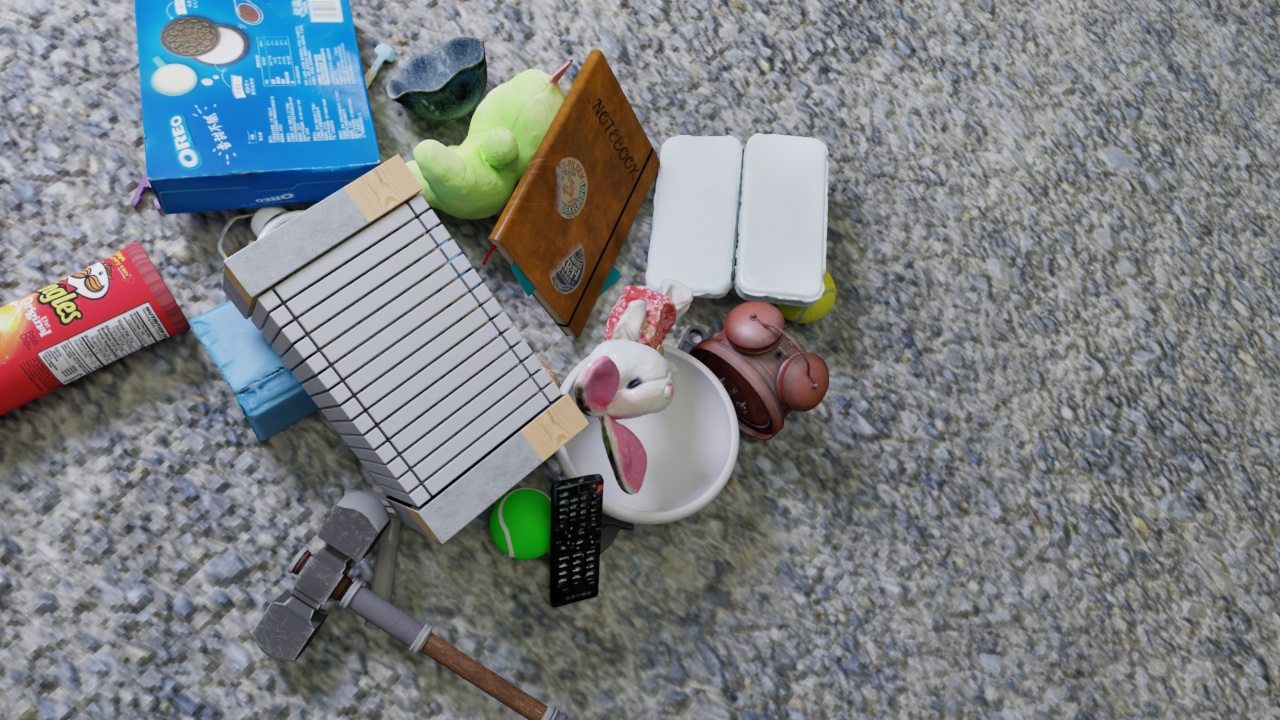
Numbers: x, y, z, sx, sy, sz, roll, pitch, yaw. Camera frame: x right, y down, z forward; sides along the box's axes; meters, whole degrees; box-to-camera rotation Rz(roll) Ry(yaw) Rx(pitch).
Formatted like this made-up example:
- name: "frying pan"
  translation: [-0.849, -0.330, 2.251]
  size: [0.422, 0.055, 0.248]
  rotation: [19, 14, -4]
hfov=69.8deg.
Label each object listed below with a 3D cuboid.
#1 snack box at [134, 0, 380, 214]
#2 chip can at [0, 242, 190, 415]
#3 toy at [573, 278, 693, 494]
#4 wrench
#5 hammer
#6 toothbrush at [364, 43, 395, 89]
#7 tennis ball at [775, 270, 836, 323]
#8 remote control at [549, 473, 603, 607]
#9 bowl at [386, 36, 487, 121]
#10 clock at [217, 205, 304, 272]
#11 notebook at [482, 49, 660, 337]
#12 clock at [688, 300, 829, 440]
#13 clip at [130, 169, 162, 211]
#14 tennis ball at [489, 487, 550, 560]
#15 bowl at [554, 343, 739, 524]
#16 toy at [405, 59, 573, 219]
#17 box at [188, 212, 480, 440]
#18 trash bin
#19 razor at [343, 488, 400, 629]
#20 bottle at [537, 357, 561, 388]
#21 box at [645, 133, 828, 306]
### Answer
- name: "snack box"
  translation: [-0.361, -0.254, 0.870]
  size: [0.195, 0.056, 0.238]
  rotation: [-9, 65, -19]
- name: "chip can"
  translation: [-0.497, -0.014, 0.759]
  size: [0.213, 0.087, 0.087]
  rotation: [-32, 84, -22]
- name: "toy"
  translation: [-0.005, 0.005, 0.806]
  size: [0.084, 0.159, 0.193]
  rotation: [3, 45, 22]
- name: "wrench"
  translation: [0.002, 0.073, 0.917]
  size: [0.073, 0.018, 0.272]
  rotation: [31, 66, -3]
- name: "hammer"
  translation: [-0.151, 0.254, 0.768]
  size: [0.322, 0.043, 0.156]
  rotation: [34, 90, -3]
- name: "toothbrush"
  translation: [-0.293, -0.262, 0.937]
  size: [0.022, 0.016, 0.154]
  rotation: [29, 67, -17]
- name: "tennis ball"
  translation: [0.177, -0.073, 0.989]
  size: [0.065, 0.065, 0.065]
  rotation: [5, 71, -15]
- name: "remote control"
  translation: [-0.059, 0.159, 0.816]
  size: [0.047, 0.150, 0.022]
  rotation: [-9, 38, -19]
- name: "bowl"
  translation: [-0.199, -0.281, 0.938]
  size: [0.110, 0.110, 0.055]
  rotation: [-48, 134, -24]
- name: "clock"
  translation: [-0.328, -0.098, 0.856]
  size: [0.125, 0.052, 0.088]
  rotation: [17, 70, -8]
- name: "notebook"
  translation: [-0.056, -0.151, 0.910]
  size: [0.014, 0.178, 0.248]
  rotation: [9, 63, 31]
- name: "clock"
  translation: [0.117, 0.008, 0.896]
  size: [0.072, 0.158, 0.120]
  rotation: [-41, 87, -18]
- name: "clip"
  translation: [-0.462, -0.161, 0.856]
  size: [0.043, 0.014, 0.051]
  rotation: [-18, 82, -18]
- name: "tennis ball"
  translation: [-0.104, 0.148, 0.834]
  size: [0.065, 0.065, 0.065]
  rotation: [5, 71, -15]
- name: "bowl"
  translation: [0.001, 0.073, 0.869]
  size: [0.176, 0.066, 0.176]
  rotation: [4, 66, -10]
- name: "toy"
  translation: [-0.136, -0.212, 0.904]
  size: [0.196, 0.150, 0.107]
  rotation: [-36, 102, -22]
- name: "box"
  translation: [-0.271, -0.039, 0.831]
  size: [0.231, 0.094, 0.111]
  rotation: [-33, 82, -22]
- name: "trash bin"
  translation: [-0.188, -0.003, 0.725]
  size: [0.142, 0.143, 0.247]
  rotation: [-39, 102, -22]
- name: "razor"
  translation: [-0.224, 0.176, 0.806]
  size: [0.088, 0.047, 0.116]
  rotation: [9, 78, -14]
- name: "bottle"
  translation: [-0.150, 0.062, 0.851]
  size: [0.165, 0.060, 0.059]
  rotation: [-37, 86, -23]
- name: "box"
  translation: [0.106, -0.156, 0.978]
  size: [0.191, 0.045, 0.209]
  rotation: [6, 66, 7]
